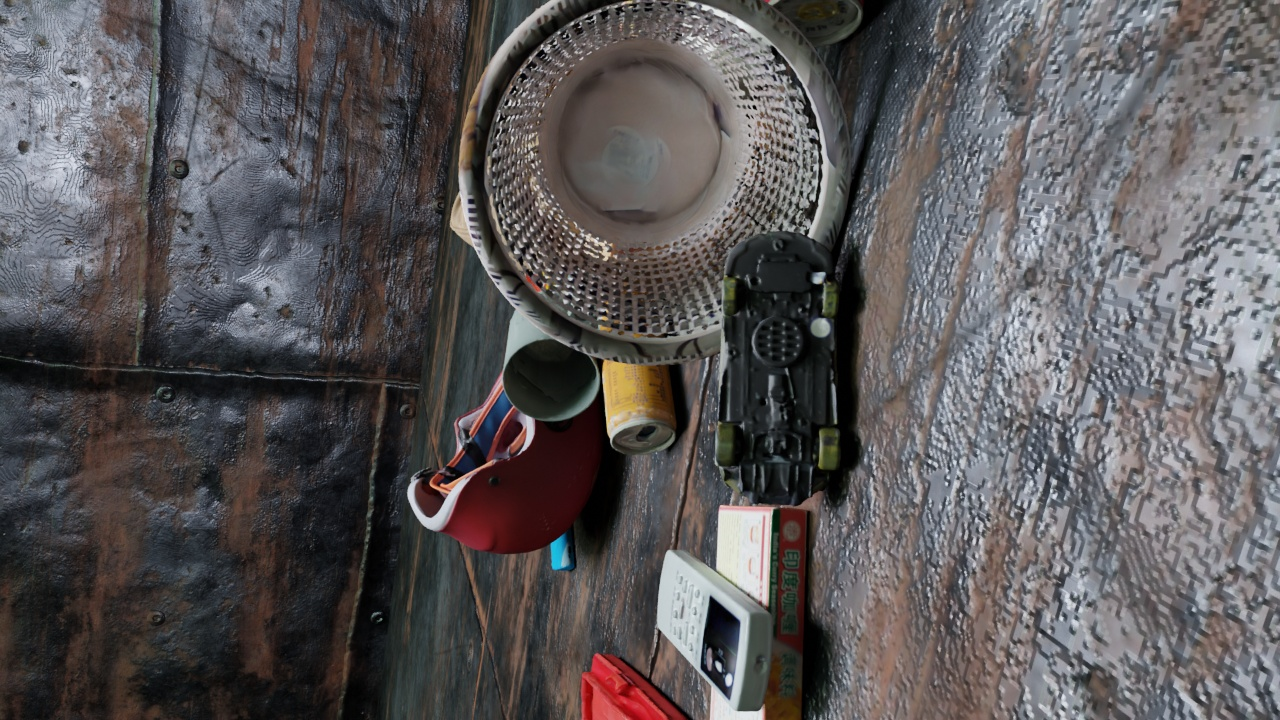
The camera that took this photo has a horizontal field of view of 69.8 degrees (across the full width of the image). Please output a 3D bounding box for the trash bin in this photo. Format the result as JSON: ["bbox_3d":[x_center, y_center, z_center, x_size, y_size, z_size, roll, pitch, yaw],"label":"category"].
[{"bbox_3d":[0.005,-0.133,0.613,0.192,0.227,0.228,-98,20,-70],"label":"trash bin"}]

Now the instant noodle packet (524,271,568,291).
[{"bbox_3d":[-0.091,-0.108,1.006,0.128,0.044,0.111,-62,-5,-50],"label":"instant noodle packet"}]

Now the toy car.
[{"bbox_3d":[0.080,0.004,0.528,0.042,0.070,0.158,40,-127,-82],"label":"toy car"}]

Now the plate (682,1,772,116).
[{"bbox_3d":[0.068,-0.274,0.707,0.163,0.034,0.165,-102,25,-43],"label":"plate"}]

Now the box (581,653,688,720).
[{"bbox_3d":[-0.018,0.335,0.741,0.201,0.050,0.160,175,109,-70],"label":"box"}]

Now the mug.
[{"bbox_3d":[-0.071,-0.023,0.818,0.124,0.083,0.103,-62,17,24],"label":"mug"}]

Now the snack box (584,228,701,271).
[{"bbox_3d":[0.003,-0.129,0.779,0.093,0.077,0.094,-148,65,-69],"label":"snack box"}]

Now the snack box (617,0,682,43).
[{"bbox_3d":[0.015,-0.303,0.799,0.113,0.053,0.126,-76,-3,-62],"label":"snack box"}]

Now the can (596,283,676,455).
[{"bbox_3d":[-0.005,0.005,0.790,0.058,0.058,0.145,121,149,-51],"label":"can"}]

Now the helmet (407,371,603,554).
[{"bbox_3d":[-0.114,0.098,0.950,0.207,0.144,0.239,-20,35,56],"label":"helmet"}]

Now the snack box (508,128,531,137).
[{"bbox_3d":[-0.087,-0.286,1.035,0.044,0.113,0.127,164,111,-71],"label":"snack box"}]

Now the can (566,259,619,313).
[{"bbox_3d":[-0.045,-0.113,0.950,0.053,0.053,0.134,-164,81,-71],"label":"can"}]

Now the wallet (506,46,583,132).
[{"bbox_3d":[-0.079,-0.277,0.984,0.035,0.130,0.119,144,128,-60],"label":"wallet"}]

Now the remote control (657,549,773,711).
[{"bbox_3d":[0.042,0.164,0.576,0.150,0.021,0.058,-170,86,-73],"label":"remote control"}]

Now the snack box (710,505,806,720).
[{"bbox_3d":[0.071,0.169,0.567,0.077,0.027,0.155,159,115,-69],"label":"snack box"}]

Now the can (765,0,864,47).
[{"bbox_3d":[0.102,-0.244,0.547,0.067,0.066,0.093,151,123,-67],"label":"can"}]

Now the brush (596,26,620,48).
[{"bbox_3d":[-0.023,-0.282,0.927,0.073,0.063,0.145,111,158,-46],"label":"brush"}]

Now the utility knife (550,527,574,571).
[{"bbox_3d":[-0.095,0.148,1.067,0.034,0.018,0.207,-47,39,42],"label":"utility knife"}]

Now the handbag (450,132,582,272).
[{"bbox_3d":[-0.106,-0.164,0.893,0.147,0.100,0.205,-55,33,-13],"label":"handbag"}]
